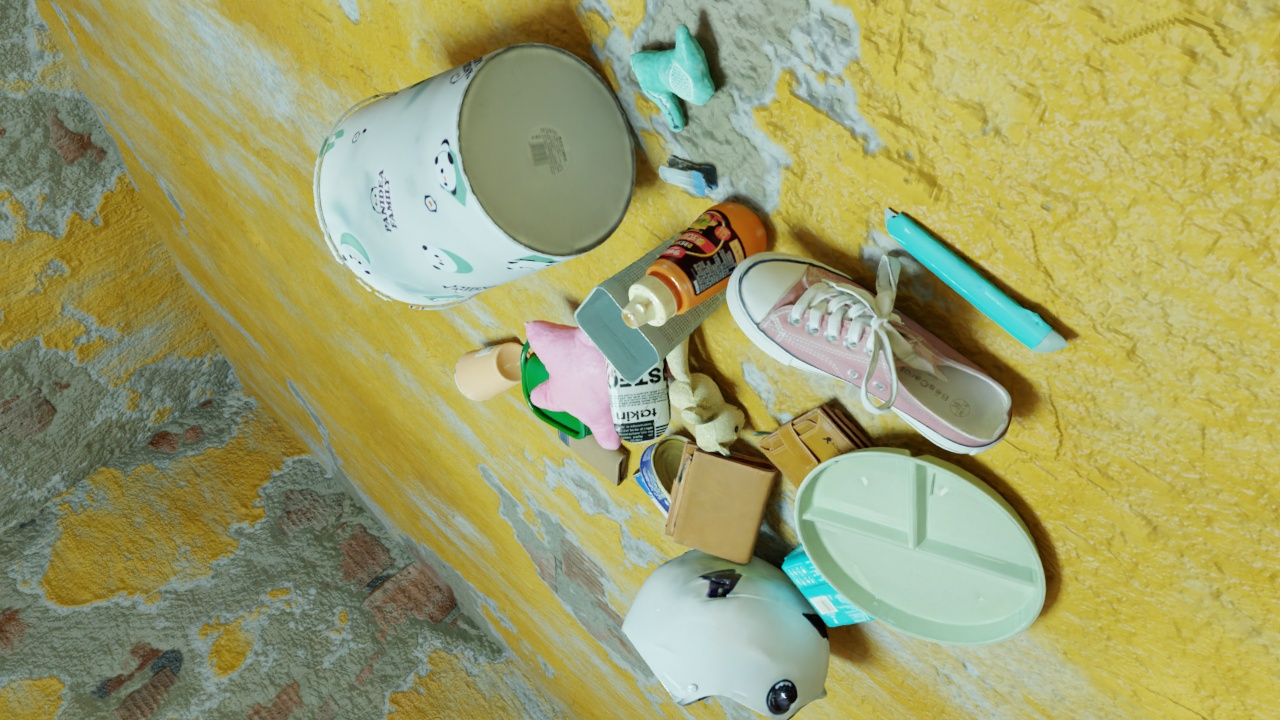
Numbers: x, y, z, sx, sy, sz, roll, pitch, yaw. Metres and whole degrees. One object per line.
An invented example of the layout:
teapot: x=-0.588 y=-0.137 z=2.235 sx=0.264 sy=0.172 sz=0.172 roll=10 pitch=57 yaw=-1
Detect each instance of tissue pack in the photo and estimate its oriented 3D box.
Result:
tissue pack: x=0.218 y=0.231 z=0.982 sx=0.093 sy=0.050 sz=0.134 roll=51 pitch=152 yaw=3

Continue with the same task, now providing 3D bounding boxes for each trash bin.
trash bin: x=-0.151 y=-0.173 z=0.870 sx=0.252 sy=0.228 sz=0.229 roll=-4 pitch=122 yaw=50

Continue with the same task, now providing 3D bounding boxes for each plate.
plate: x=0.250 y=0.169 z=0.837 sx=0.230 sy=0.027 sz=0.231 roll=24 pitch=136 yaw=24

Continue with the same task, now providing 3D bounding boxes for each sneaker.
sneaker: x=0.172 y=-0.018 z=0.689 sx=0.241 sy=0.118 sz=0.088 roll=35 pitch=167 yaw=17

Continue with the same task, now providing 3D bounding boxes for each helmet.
helmet: x=0.113 y=0.302 z=1.084 sx=0.258 sy=0.146 sz=0.229 roll=13 pitch=-175 yaw=-17

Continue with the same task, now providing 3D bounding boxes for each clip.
clip: x=0.041 y=-0.162 z=0.800 sx=0.058 sy=0.038 sz=0.026 roll=24 pitch=145 yaw=38

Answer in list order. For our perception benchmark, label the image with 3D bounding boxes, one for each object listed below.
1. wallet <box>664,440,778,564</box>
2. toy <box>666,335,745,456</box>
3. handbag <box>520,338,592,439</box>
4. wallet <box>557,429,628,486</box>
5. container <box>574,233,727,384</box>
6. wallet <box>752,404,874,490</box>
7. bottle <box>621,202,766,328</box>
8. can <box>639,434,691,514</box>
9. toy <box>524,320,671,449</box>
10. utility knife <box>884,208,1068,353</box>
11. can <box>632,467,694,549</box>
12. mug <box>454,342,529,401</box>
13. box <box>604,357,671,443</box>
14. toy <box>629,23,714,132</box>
wallet: x=0.086 y=0.159 z=1.024 sx=0.108 sy=0.031 sz=0.132 roll=15 pitch=117 yaw=8
toy: x=0.061 y=0.027 z=0.964 sx=0.105 sy=0.066 sz=0.157 roll=-109 pitch=-6 yaw=-72
handbag: x=-0.093 y=0.032 z=1.192 sx=0.131 sy=0.067 sz=0.120 roll=26 pitch=136 yaw=40
wallet: x=-0.067 y=0.120 z=1.289 sx=0.115 sy=0.033 sz=0.090 roll=39 pitch=153 yaw=20
container: x=0.014 y=-0.052 z=0.870 sx=0.090 sy=0.111 sz=0.090 roll=50 pitch=153 yaw=1
wallet: x=0.177 y=0.093 z=0.898 sx=0.119 sy=0.035 sz=0.131 roll=44 pitch=152 yaw=0
bottle: x=0.041 y=-0.073 z=0.763 sx=0.067 sy=0.149 sz=0.067 roll=36 pitch=149 yaw=26
can: x=0.062 y=0.156 z=1.097 sx=0.148 sy=0.074 sz=0.049 roll=49 pitch=155 yaw=-2
toy: x=-0.061 y=0.001 z=1.065 sx=0.178 sy=0.074 sz=0.195 roll=35 pitch=126 yaw=4
utility knife: x=0.233 y=-0.057 z=0.649 sx=0.157 sy=0.013 sz=0.029 roll=44 pitch=149 yaw=18
can: x=0.051 y=0.181 z=1.164 sx=0.134 sy=0.053 sz=0.053 roll=51 pitch=153 yaw=-2
mug: x=-0.210 y=0.012 z=1.328 sx=0.078 sy=0.078 sz=0.123 roll=56 pitch=147 yaw=-11
box: x=-0.003 y=0.004 z=0.991 sx=0.082 sy=0.075 sz=0.163 roll=-118 pitch=18 yaw=-80
toy: x=0.027 y=-0.224 z=0.734 sx=0.092 sy=0.030 sz=0.096 roll=24 pitch=150 yaw=49
